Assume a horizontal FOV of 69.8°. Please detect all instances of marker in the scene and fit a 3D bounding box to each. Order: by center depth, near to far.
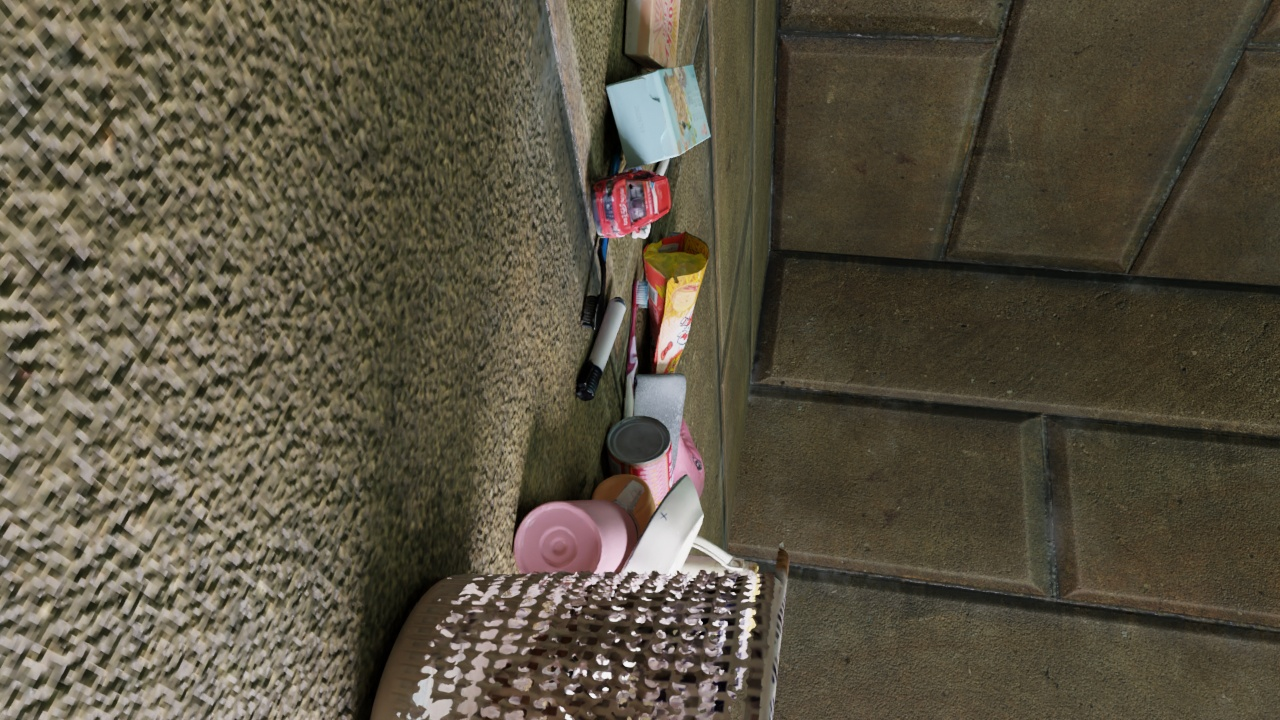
[{"bbox_3d":[-0.034,-0.014,0.830,0.130,0.018,0.023,-73,156,-45],"label":"marker"}]

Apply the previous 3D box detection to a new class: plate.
[{"bbox_3d":[-0.004,0.224,0.821,0.161,0.034,0.266,-36,151,-64],"label":"plate"}]

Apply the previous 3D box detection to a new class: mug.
[{"bbox_3d":[-0.011,0.174,0.918,0.078,0.078,0.123,-74,161,-45],"label":"mug"}]

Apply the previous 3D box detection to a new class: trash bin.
[{"bbox_3d":[-0.028,0.201,0.483,0.227,0.192,0.227,7,89,-80],"label":"trash bin"}]

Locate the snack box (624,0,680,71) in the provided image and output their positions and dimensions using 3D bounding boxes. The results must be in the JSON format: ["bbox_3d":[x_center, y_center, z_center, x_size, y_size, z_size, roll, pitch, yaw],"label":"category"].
[{"bbox_3d":[0.013,-0.331,0.896,0.157,0.026,0.084,-43,138,-74],"label":"snack box"}]

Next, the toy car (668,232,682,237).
[{"bbox_3d":[0.045,-0.132,1.161,0.105,0.031,0.049,22,73,-81],"label":"toy car"}]

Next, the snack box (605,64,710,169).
[{"bbox_3d":[0.021,-0.231,0.859,0.174,0.052,0.074,-54,130,-66],"label":"snack box"}]

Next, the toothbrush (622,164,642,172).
[{"bbox_3d":[0.006,-0.228,0.927,0.188,0.021,0.029,-75,-175,-51],"label":"toothbrush"}]

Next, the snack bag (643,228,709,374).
[{"bbox_3d":[0.032,-0.045,1.090,0.128,0.073,0.208,-74,173,-46],"label":"snack bag"}]

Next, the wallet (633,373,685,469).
[{"bbox_3d":[0.014,0.074,1.051,0.097,0.019,0.121,-1,98,-53],"label":"wallet"}]

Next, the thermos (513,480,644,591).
[{"bbox_3d":[-0.036,0.136,0.737,0.087,0.067,0.198,-58,167,0],"label":"thermos"}]

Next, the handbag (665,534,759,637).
[{"bbox_3d":[0.061,0.251,1.091,0.063,0.163,0.179,-76,167,-45],"label":"handbag"}]

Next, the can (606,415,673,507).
[{"bbox_3d":[0.001,0.112,0.951,0.066,0.066,0.094,-74,165,-44],"label":"can"}]

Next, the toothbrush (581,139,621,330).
[{"bbox_3d":[-0.033,-0.114,0.810,0.014,0.016,0.189,51,42,-63],"label":"toothbrush"}]

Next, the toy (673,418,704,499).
[{"bbox_3d":[0.036,0.153,1.154,0.194,0.075,0.179,-67,151,-52],"label":"toy"}]

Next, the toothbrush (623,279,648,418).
[{"bbox_3d":[-0.006,0.006,0.996,0.016,0.017,0.187,-14,109,-78],"label":"toothbrush"}]

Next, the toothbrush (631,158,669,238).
[{"bbox_3d":[0.016,-0.185,1.016,0.179,0.016,0.016,-73,171,-49],"label":"toothbrush"}]

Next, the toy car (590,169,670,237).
[{"bbox_3d":[-0.007,-0.138,0.794,0.120,0.045,0.053,-40,124,-62],"label":"toy car"}]
